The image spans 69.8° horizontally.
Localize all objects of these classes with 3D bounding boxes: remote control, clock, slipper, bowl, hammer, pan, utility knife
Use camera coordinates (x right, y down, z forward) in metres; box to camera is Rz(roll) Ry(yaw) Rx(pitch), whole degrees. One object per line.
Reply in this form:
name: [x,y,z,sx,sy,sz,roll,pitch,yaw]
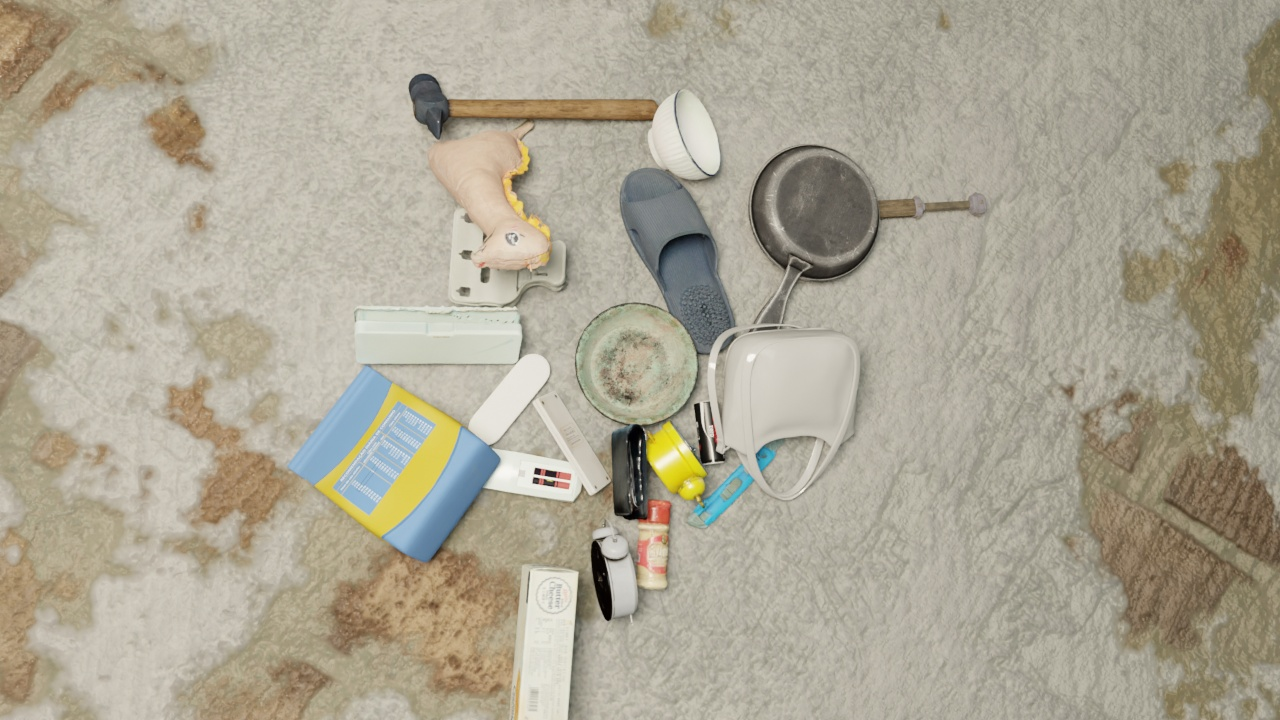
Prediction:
remote control: [-0.142,0.141,1.132,0.143,0.024,0.049,11,79,-8]
clock: [-0.033,0.249,1.095,0.035,0.094,0.122,-7,99,-15]
slipper: [0.058,-0.137,1.185,0.101,0.083,0.263,-21,85,-15]
bowl: [0.051,-0.289,1.206,0.062,0.118,0.118,-16,82,30]
clock: [0.049,0.131,1.136,0.057,0.083,0.118,-35,88,-2]
hammer: [-0.129,-0.325,1.186,0.321,0.040,0.129,-5,40,-19]
remote control: [-0.164,0.049,1.149,0.043,0.013,0.136,39,77,-2]
remote control: [-0.085,0.102,1.138,0.011,0.050,0.136,-33,87,23]
pan: [0.202,-0.123,1.212,0.187,0.055,0.356,25,80,-9]
bowl: [-0.007,0.007,1.170,0.157,0.039,0.157,2,80,-10]
utility knife: [0.128,0.152,1.183,0.178,0.015,0.031,-45,96,-15]
hammer: [0.333,-0.205,1.271,0.316,0.028,0.147,-5,83,-10]

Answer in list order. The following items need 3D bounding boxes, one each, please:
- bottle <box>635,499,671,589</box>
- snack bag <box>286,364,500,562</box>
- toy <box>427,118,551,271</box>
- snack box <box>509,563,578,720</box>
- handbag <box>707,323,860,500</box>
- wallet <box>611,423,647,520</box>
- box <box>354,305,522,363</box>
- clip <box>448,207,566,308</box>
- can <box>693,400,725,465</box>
bottle: [0.016,0.227,1.136,0.044,0.044,0.109,4,81,-9]
snack bag: [-0.294,0.116,1.080,0.205,0.102,0.158,31,76,16]
toy: [-0.158,-0.206,1.107,0.195,0.065,0.264,-27,51,-22]
snack box: [-0.114,0.344,1.063,0.057,0.104,0.207,6,79,-12]
handbag: [0.175,0.071,1.165,0.215,0.095,0.223,-3,104,-18]
wallet: [-0.017,0.138,1.122,0.026,0.089,0.115,1,80,-16]
box: [-0.245,-0.026,1.116,0.199,0.066,0.083,-1,121,-13]
clip: [-0.167,-0.122,1.161,0.152,0.097,0.126,5,81,-21]
can: [0.089,0.093,1.176,0.031,0.031,0.080,-5,82,-11]
